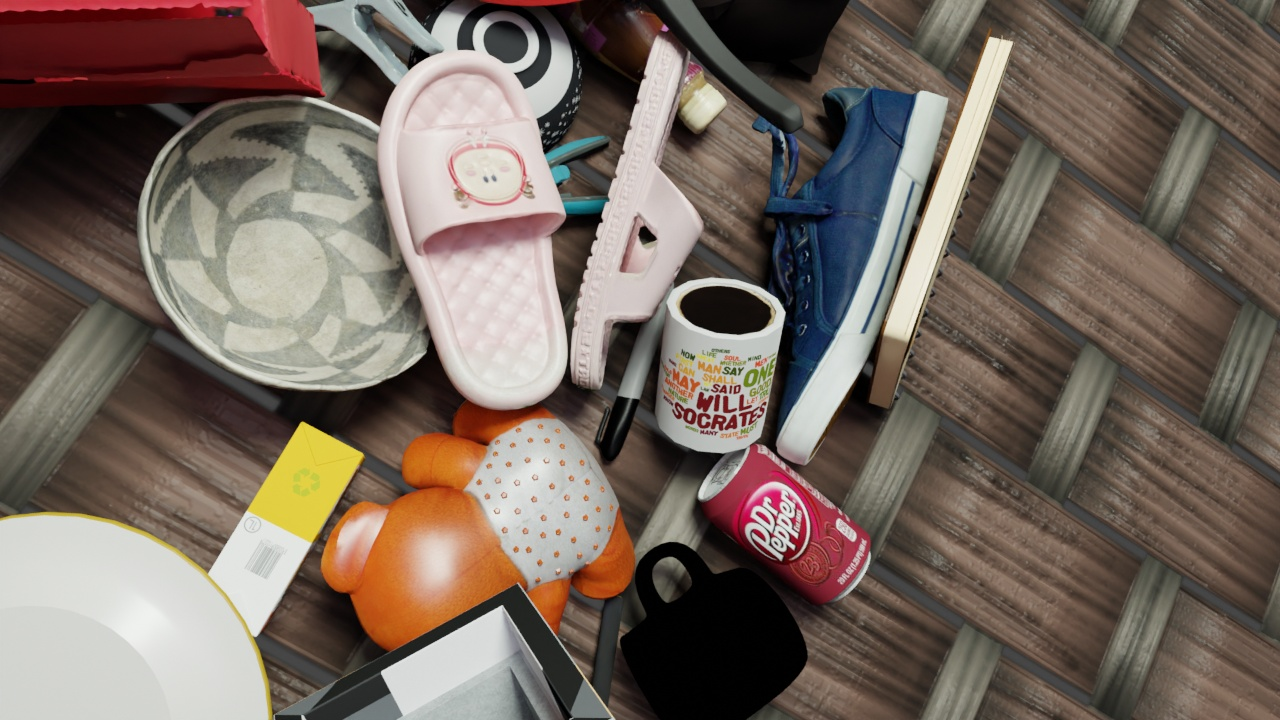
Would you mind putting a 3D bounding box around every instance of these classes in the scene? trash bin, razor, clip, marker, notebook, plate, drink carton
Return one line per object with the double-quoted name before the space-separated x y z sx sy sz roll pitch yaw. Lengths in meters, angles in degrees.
"trash bin" -0.063 0.278 0.477 0.142 0.142 0.247 -26 111 -17
"razor" -0.028 0.226 0.598 0.042 0.022 0.144 13 79 -14
"clip" -0.181 -0.267 0.576 0.174 0.030 0.159 30 107 6
"marker" -0.004 0.004 0.643 0.022 0.016 0.138 15 76 11
"notebook" 0.206 -0.087 0.640 0.024 0.167 0.225 19 76 16
"plate" -0.316 0.197 0.490 0.230 0.021 0.230 0 93 -2
"drink carton" -0.214 0.102 0.546 0.040 0.059 0.122 30 75 -9

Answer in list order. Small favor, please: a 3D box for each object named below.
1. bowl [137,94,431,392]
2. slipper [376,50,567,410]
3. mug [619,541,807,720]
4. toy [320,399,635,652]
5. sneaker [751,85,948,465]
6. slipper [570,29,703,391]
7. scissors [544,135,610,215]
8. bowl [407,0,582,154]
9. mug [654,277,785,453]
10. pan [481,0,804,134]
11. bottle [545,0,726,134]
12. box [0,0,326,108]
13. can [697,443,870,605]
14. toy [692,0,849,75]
"bowl" -0.210 -0.062 0.552 0.178 0.081 0.178 12 71 -37
"slipper" -0.095 -0.079 0.554 0.106 0.056 0.221 -9 87 -28
"mug" 0.039 0.174 0.593 0.094 0.085 0.121 -29 84 -19
"toy" -0.098 0.115 0.567 0.172 0.093 0.164 -36 95 -30
"sneaker" 0.123 -0.075 0.655 0.127 0.121 0.294 16 75 11
"slipper" 0.010 -0.093 0.602 0.064 0.094 0.239 15 89 1
"scissors" -0.062 -0.120 0.627 0.123 0.019 0.148 34 58 -19
"bowl" -0.095 -0.200 0.619 0.120 0.066 0.120 2 81 -15
"mug" 0.048 -0.006 0.615 0.073 0.105 0.090 -2 125 -11
"pan" -0.019 -0.266 0.574 0.208 0.067 0.356 -34 64 -16
"bottle" -0.006 -0.231 0.651 0.166 0.060 0.059 45 73 -5
"box" -0.284 -0.184 0.424 0.211 0.319 0.121 -4 78 -6
"can" 0.099 0.111 0.628 0.114 0.063 0.063 40 74 -7
"toy" 0.117 -0.289 0.629 0.159 0.184 0.140 -37 93 -17
